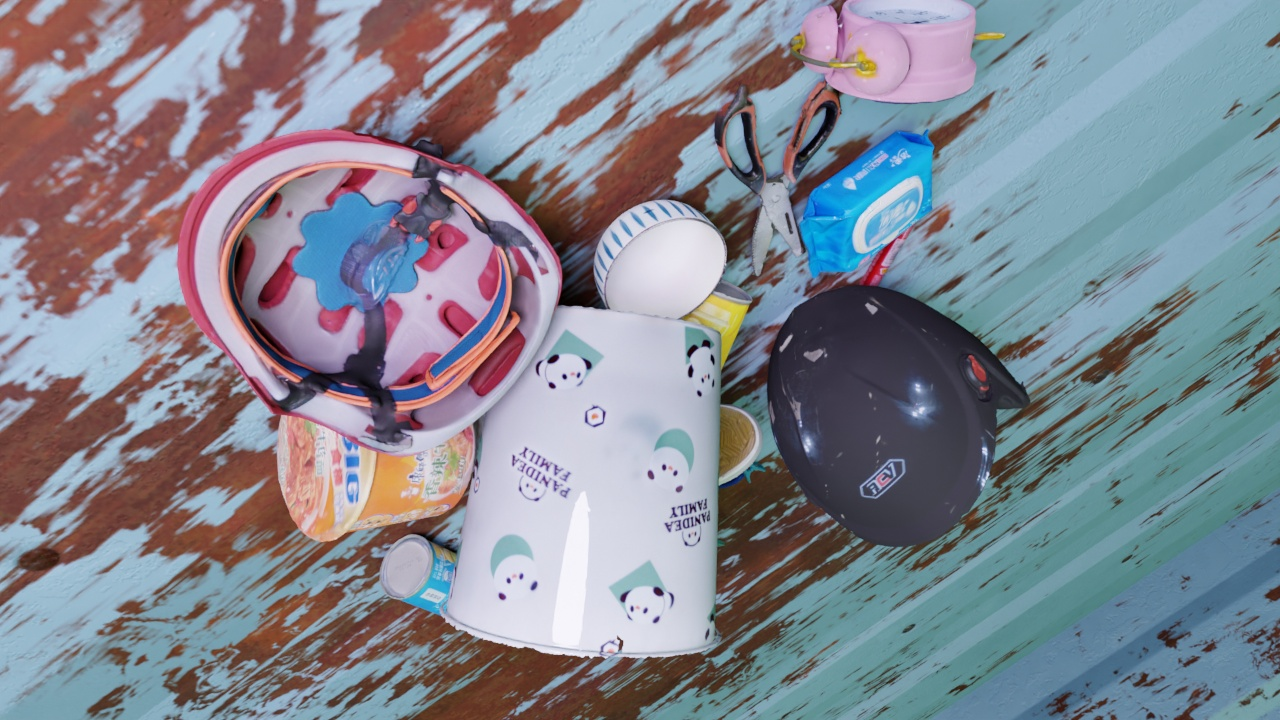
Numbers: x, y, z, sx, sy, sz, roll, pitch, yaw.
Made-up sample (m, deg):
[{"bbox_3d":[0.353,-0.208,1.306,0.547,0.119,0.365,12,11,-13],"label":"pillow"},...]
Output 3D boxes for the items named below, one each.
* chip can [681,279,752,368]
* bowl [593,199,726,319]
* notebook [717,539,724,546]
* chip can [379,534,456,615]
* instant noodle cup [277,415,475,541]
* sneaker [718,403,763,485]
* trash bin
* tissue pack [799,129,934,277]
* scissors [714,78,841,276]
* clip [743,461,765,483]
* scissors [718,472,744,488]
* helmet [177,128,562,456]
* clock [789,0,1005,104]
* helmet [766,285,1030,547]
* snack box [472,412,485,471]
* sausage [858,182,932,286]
[{"bbox_3d":[0.037,0.023,0.896,0.072,0.072,0.214,8,113,-38],"label":"chip can"},{"bbox_3d":[0.010,-0.093,0.801,0.116,0.066,0.117,-17,138,-17],"label":"bowl"},{"bbox_3d":[-0.013,0.213,1.080,0.151,0.012,0.209,-16,155,28],"label":"notebook"},{"bbox_3d":[-0.198,0.261,1.038,0.071,0.071,0.210,-37,140,7],"label":"chip can"},{"bbox_3d":[-0.219,0.073,0.774,0.111,0.151,0.152,6,128,-47],"label":"instant noodle cup"},{"bbox_3d":[0.034,0.113,1.002,0.242,0.118,0.087,-28,166,27],"label":"sneaker"},{"bbox_3d":[-0.036,0.092,0.761,0.229,0.230,0.252,9,85,-39],"label":"trash bin"},{"bbox_3d":[0.220,-0.146,0.878,0.157,0.052,0.095,-36,144,-9],"label":"tissue pack"},{"bbox_3d":[0.124,-0.168,0.834,0.188,0.015,0.225,8,126,-39],"label":"scissors"},{"bbox_3d":[0.137,0.134,1.146,0.037,0.013,0.055,-39,145,3],"label":"clip"},{"bbox_3d":[0.068,0.141,1.128,0.170,0.012,0.144,-29,141,-3],"label":"scissors"},{"bbox_3d":[-0.191,-0.062,0.646,0.240,0.144,0.207,34,96,-28],"label":"helmet"},{"bbox_3d":[0.191,-0.246,0.720,0.158,0.117,0.060,-18,129,-20],"label":"clock"},{"bbox_3d":[0.248,0.053,0.956,0.230,0.274,0.234,32,121,-19],"label":"helmet"},{"bbox_3d":[-0.107,0.078,0.890,0.156,0.084,0.027,16,124,-42],"label":"snack box"},{"bbox_3d":[0.268,-0.124,0.972,0.020,0.020,0.156,-2,133,-32],"label":"sausage"}]
